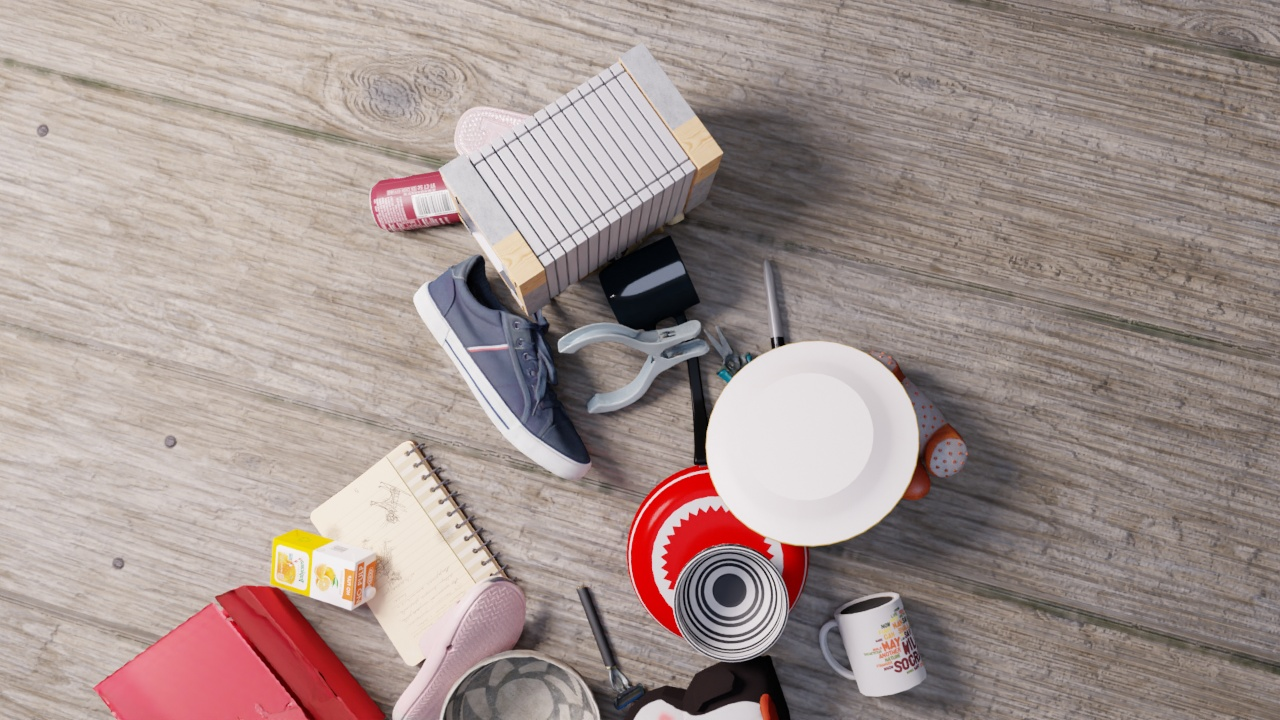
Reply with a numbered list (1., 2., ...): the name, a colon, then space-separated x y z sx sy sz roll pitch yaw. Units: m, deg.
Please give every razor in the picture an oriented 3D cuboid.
1. razor: -0.043 0.330 1.069 0.042 0.022 0.144 -16 77 -38

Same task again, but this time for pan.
1. pan: 0.079 0.151 1.051 0.209 0.067 0.356 -7 89 5

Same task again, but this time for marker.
1. marker: 0.156 -0.051 1.072 0.016 0.022 0.138 -8 86 10

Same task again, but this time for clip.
1. clip: -0.005 0.020 1.065 0.173 0.030 0.159 -5 130 -4

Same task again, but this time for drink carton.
1. drink carton: -0.370 0.245 1.076 0.123 0.040 0.058 11 100 19

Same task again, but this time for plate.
1. plate: 0.180 0.083 0.986 0.230 0.021 0.229 -7 68 18

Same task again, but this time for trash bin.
1. trash bin: -0.062 -0.186 0.981 0.246 0.142 0.142 -34 84 -7

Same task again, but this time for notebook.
1. notebook: -0.271 0.226 1.095 0.167 0.024 0.225 -37 84 3

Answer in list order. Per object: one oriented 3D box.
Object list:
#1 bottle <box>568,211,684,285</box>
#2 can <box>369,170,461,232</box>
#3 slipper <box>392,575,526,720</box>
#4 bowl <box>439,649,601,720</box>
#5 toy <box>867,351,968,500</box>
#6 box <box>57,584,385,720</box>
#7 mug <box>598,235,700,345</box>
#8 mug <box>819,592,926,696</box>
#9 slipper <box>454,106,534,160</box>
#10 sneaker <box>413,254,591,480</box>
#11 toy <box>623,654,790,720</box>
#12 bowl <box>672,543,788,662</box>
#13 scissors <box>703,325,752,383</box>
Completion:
1. bottle: -0.029 -0.147 1.079 0.166 0.059 0.059 -25 84 -1
2. can: -0.261 -0.192 1.101 0.114 0.063 0.063 -8 85 5
3. slipper: -0.208 0.337 1.050 0.222 0.106 0.055 -57 46 10
4. bowl: -0.135 0.401 1.037 0.178 0.081 0.178 -1 98 -6
5. toy: 0.253 0.095 1.018 0.172 0.093 0.164 -41 83 3
6. box: -0.394 0.347 0.954 0.121 0.318 0.211 -44 84 9
7. mug: 0.016 -0.070 1.061 0.094 0.085 0.121 -24 102 4
8. mug: 0.252 0.316 1.019 0.105 0.073 0.089 -21 84 30
9. slipper: -0.114 -0.248 1.091 0.239 0.064 0.094 20 88 8
10. sneaker: -0.130 -0.002 1.057 0.127 0.120 0.294 -39 80 14
11. toy: 0.069 0.398 1.015 0.184 0.139 0.159 -17 117 13
12. bowl: 0.096 0.252 0.981 0.120 0.066 0.120 0 90 5
13. scissors: 0.123 0.029 1.064 0.123 0.019 0.148 9 71 -11
